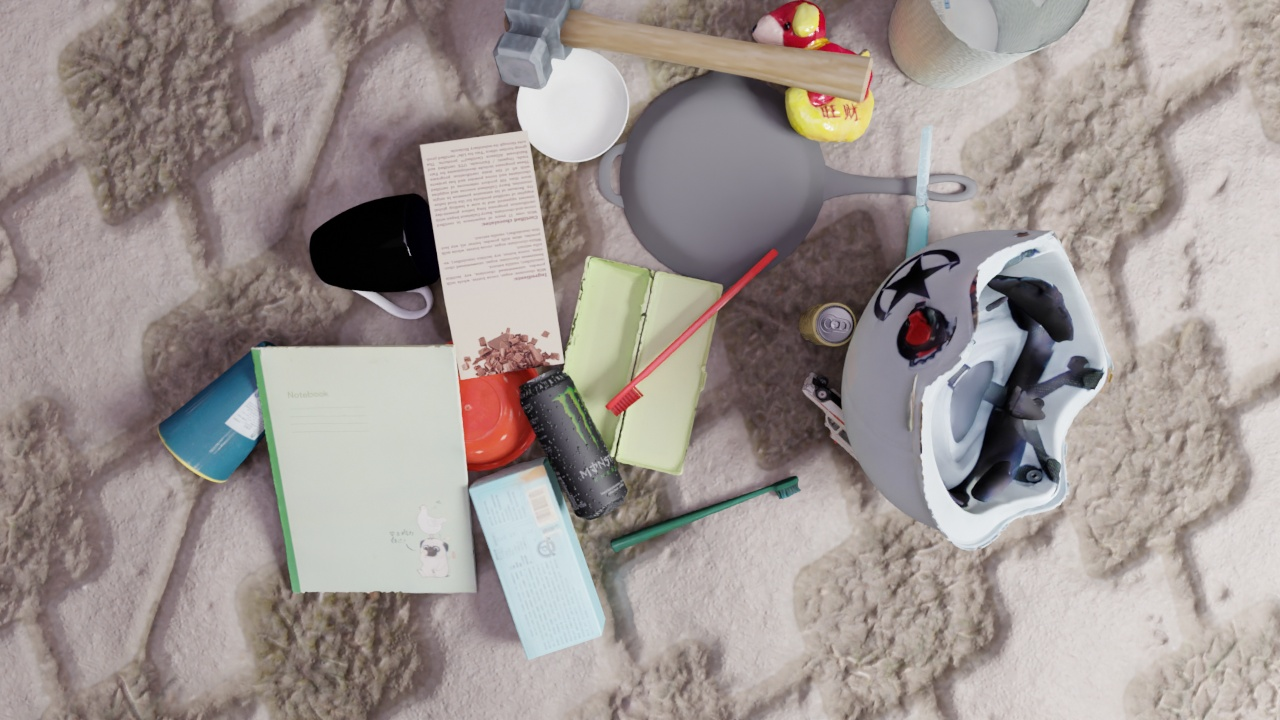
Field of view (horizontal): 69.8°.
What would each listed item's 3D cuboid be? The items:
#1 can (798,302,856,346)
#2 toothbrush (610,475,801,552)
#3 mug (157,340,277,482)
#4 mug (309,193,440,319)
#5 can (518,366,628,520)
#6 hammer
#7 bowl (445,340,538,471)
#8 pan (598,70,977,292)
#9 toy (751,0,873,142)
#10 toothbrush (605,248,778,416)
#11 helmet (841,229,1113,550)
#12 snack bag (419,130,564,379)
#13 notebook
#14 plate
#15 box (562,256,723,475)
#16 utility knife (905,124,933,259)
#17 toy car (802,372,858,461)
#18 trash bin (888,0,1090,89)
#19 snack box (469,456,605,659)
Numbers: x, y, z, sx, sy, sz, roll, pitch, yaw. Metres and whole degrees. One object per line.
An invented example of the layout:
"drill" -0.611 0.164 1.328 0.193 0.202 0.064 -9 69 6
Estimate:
"can" 0.169 -0.033 0.834 0.038 0.079 0.038 0 92 1
"toothbrush" 0.063 0.148 0.876 0.190 0.016 0.017 -20 96 2
"mug" -0.371 0.044 0.852 0.121 0.078 0.078 -44 91 -2
"mug" -0.240 -0.089 0.847 0.100 0.084 0.119 -9 122 10
"can" -0.062 0.076 0.834 0.054 0.054 0.137 -27 90 2
"hammer" 0.036 -0.271 0.795 0.323 0.051 0.117 14 67 12
"bowl" -0.157 0.042 0.860 0.130 0.045 0.130 0 92 1
"pan" 0.139 -0.168 0.858 0.354 0.024 0.216 2 92 1
"toy" 0.166 -0.262 0.830 0.105 0.067 0.137 -25 88 -22
"toothbrush" 0.050 -0.024 0.844 0.212 0.012 0.018 -43 88 3
"helmet" 0.261 0.018 0.777 0.236 0.164 0.263 40 73 -36
"snack bag" -0.133 -0.092 0.833 0.094 0.070 0.206 -9 90 -6
"notebook" -0.250 0.105 0.846 0.182 0.010 0.253 0 110 2
"plate" -0.062 -0.236 0.857 0.104 0.026 0.104 0 92 2
"box" -0.005 0.005 0.866 0.137 0.024 0.187 11 92 6
"utility knife" 0.259 -0.128 0.851 0.022 0.015 0.177 3 101 2
"toy car" 0.193 0.061 0.861 0.113 0.039 0.039 40 113 0
"trash bin" 0.284 -0.304 0.781 0.133 0.161 0.133 0 92 1
"snack box" -0.096 0.184 0.862 0.075 0.053 0.174 -19 90 1
